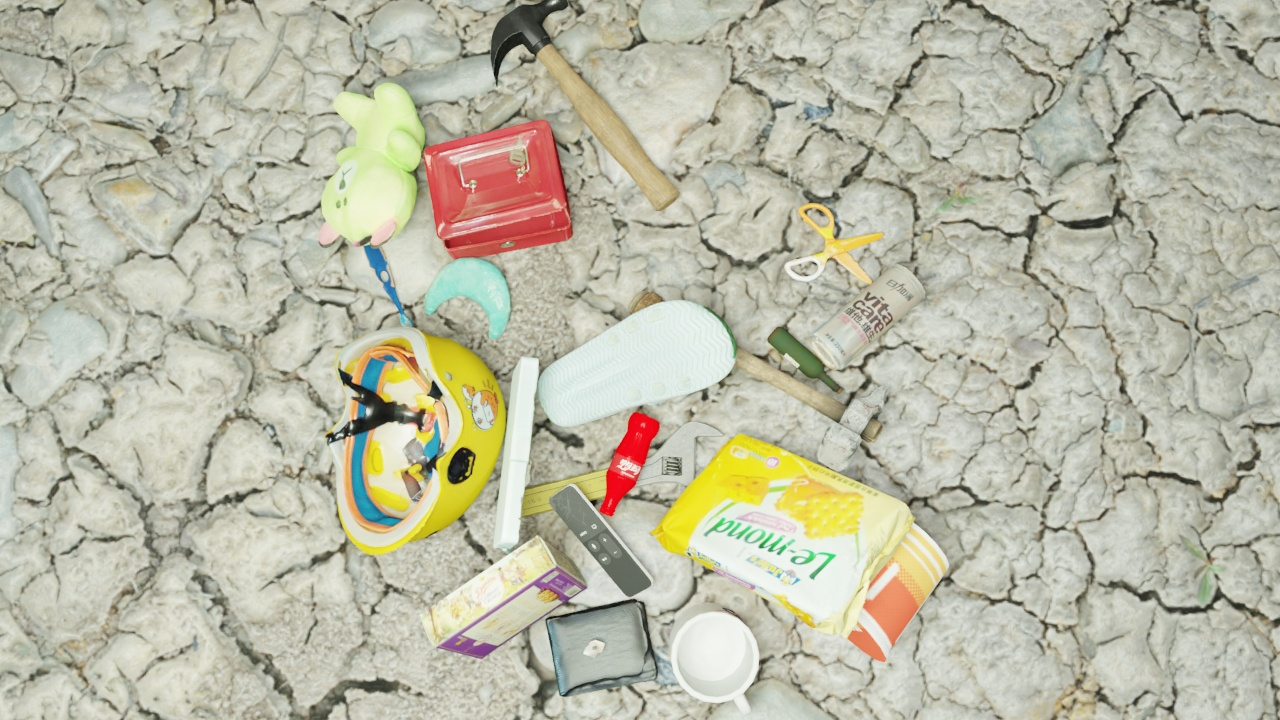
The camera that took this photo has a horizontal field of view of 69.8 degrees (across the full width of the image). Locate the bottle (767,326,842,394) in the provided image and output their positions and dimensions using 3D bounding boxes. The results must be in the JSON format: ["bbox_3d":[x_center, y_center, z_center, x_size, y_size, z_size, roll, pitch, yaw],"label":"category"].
[{"bbox_3d":[0.194,0.002,1.071,0.106,0.025,0.025,42,84,6],"label":"bottle"}]

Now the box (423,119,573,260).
[{"bbox_3d":[-0.165,-0.197,1.079,0.157,0.092,0.129,-11,80,3],"label":"box"}]

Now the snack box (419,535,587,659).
[{"bbox_3d":[-0.141,0.257,0.978,0.148,0.143,0.040,-33,66,-4],"label":"snack box"}]

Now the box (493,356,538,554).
[{"bbox_3d":[-0.133,0.107,0.990,0.040,0.135,0.196,8,71,-9],"label":"box"}]

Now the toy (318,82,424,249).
[{"bbox_3d":[-0.306,-0.217,1.069,0.150,0.107,0.196,2,86,37],"label":"toy"}]

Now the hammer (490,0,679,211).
[{"bbox_3d":[-0.064,-0.304,1.115,0.132,0.040,0.305,-37,84,-8],"label":"hammer"}]

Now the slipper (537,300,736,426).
[{"bbox_3d":[-0.006,0.006,1.032,0.246,0.074,0.104,-22,85,25],"label":"slipper"}]

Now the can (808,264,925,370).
[{"bbox_3d":[0.261,-0.049,1.063,0.135,0.054,0.054,-39,83,-4],"label":"can"}]

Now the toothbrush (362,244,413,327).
[{"bbox_3d":[-0.303,-0.093,1.097,0.021,0.017,0.135,-26,83,-5],"label":"toothbrush"}]

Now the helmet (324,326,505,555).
[{"bbox_3d":[-0.231,0.086,1.001,0.209,0.139,0.240,4,89,40],"label":"helmet"}]

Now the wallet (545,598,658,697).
[{"bbox_3d":[-0.044,0.321,1.029,0.115,0.026,0.089,-11,81,-1],"label":"wallet"}]

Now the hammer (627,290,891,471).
[{"bbox_3d":[0.126,0.004,1.035,0.319,0.049,0.121,30,50,18],"label":"hammer"}]

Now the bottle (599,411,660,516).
[{"bbox_3d":[-0.016,0.118,1.032,0.036,0.036,0.119,23,83,4],"label":"bottle"}]

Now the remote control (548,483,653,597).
[{"bbox_3d":[-0.045,0.203,1.032,0.045,0.008,0.146,-38,93,35],"label":"remote control"}]

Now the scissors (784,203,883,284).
[{"bbox_3d":[0.226,-0.130,1.096,0.128,0.011,0.125,-44,82,-3],"label":"scissors"}]

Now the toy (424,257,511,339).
[{"bbox_3d":[-0.200,-0.080,1.088,0.105,0.033,0.085,20,97,6],"label":"toy"}]

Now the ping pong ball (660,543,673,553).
[{"bbox_3d":[0.040,0.198,1.038,0.040,0.040,0.040,0,82,1],"label":"ping pong ball"}]

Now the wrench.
[{"bbox_3d":[-0.034,0.135,1.059,0.273,0.018,0.083,-13,82,-1],"label":"wrench"}]

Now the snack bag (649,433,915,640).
[{"bbox_3d":[0.146,0.178,0.964,0.247,0.068,0.159,22,57,36],"label":"snack bag"}]

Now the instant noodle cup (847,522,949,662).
[{"bbox_3d":[0.257,0.236,0.995,0.121,0.123,0.123,-42,83,-13],"label":"instant noodle cup"}]

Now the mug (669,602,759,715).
[{"bbox_3d":[0.085,0.327,0.993,0.091,0.090,0.121,-29,82,-3],"label":"mug"}]
